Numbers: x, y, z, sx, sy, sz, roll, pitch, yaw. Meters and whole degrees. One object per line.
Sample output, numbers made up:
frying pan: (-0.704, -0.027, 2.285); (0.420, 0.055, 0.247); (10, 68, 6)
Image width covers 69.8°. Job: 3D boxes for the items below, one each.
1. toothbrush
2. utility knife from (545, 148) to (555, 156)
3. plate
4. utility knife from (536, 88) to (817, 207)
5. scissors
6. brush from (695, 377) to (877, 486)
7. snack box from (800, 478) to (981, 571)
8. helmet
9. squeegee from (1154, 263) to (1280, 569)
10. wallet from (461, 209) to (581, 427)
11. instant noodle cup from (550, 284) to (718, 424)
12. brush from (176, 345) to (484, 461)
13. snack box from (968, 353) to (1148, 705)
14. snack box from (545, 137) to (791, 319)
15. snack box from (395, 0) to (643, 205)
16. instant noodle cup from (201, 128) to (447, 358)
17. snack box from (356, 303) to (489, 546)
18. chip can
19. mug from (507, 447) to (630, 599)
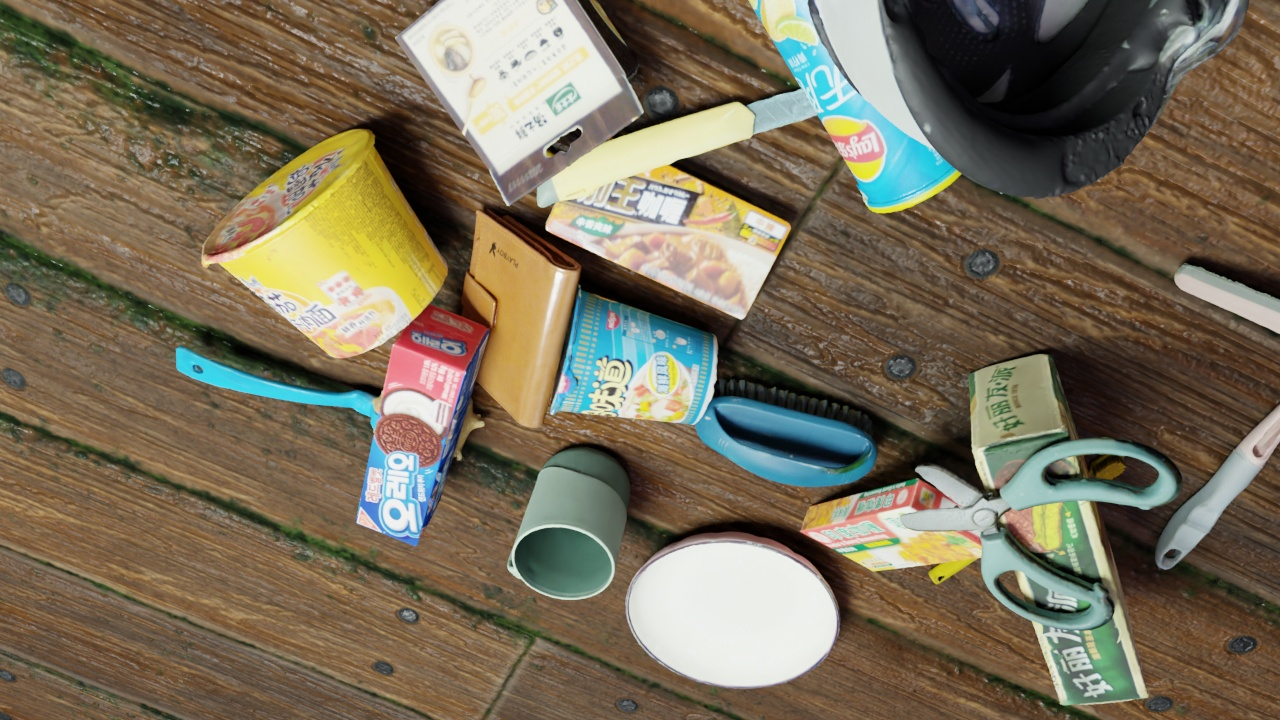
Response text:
toothbrush: (0.313, 0.134, 0.753); (0.015, 0.016, 0.191); (39, 121, -9)
utility knife: (-0.043, -0.115, 0.649); (0.170, 0.015, 0.033); (32, 120, -11)
plate: (0.084, 0.223, 0.838); (0.192, 0.039, 0.193); (5, 124, 7)
utility knife: (0.031, -0.143, 0.595); (0.212, 0.022, 0.031); (-15, 105, 9)
scissors: (0.265, 0.121, 0.604); (0.170, 0.019, 0.181); (-12, 114, 22)
brush: (0.112, 0.062, 0.706); (0.144, 0.073, 0.055); (14, 129, 0)
snack box: (0.198, 0.132, 0.719); (0.077, 0.027, 0.156); (30, 156, -10)
helmet: (0.173, -0.227, 0.437); (0.229, 0.157, 0.274); (9, 107, -27)
squeegee: (0.452, 0.068, 0.674); (0.248, 0.040, 0.250); (25, 131, 12)
wallet: (-0.094, -0.032, 0.673); (0.108, 0.031, 0.132); (38, 125, 34)
instant noodle cup: (-0.004, 0.004, 0.681); (0.110, 0.099, 0.099); (13, 125, -8)
brush: (-0.256, 0.033, 0.761); (0.254, 0.045, 0.083); (15, 128, -7)
snack box: (0.306, 0.125, 0.672); (0.063, 0.114, 0.240); (-16, 113, 25)
snack box: (0.019, -0.093, 0.633); (0.153, 0.026, 0.075); (24, 103, -8)
snack box: (-0.072, -0.184, 0.579); (0.113, 0.053, 0.125); (-28, 108, 24)
instant noodle cup: (-0.211, -0.077, 0.640); (0.138, 0.137, 0.110); (-20, 126, 21)
snack box: (-0.170, 0.056, 0.707); (0.058, 0.057, 0.208); (21, 129, -3)
chip can: (0.116, -0.191, 0.539); (0.071, 0.071, 0.210); (-28, 114, 25)
mug: (-0.064, 0.137, 0.766); (0.112, 0.106, 0.082); (-34, 113, 27)
